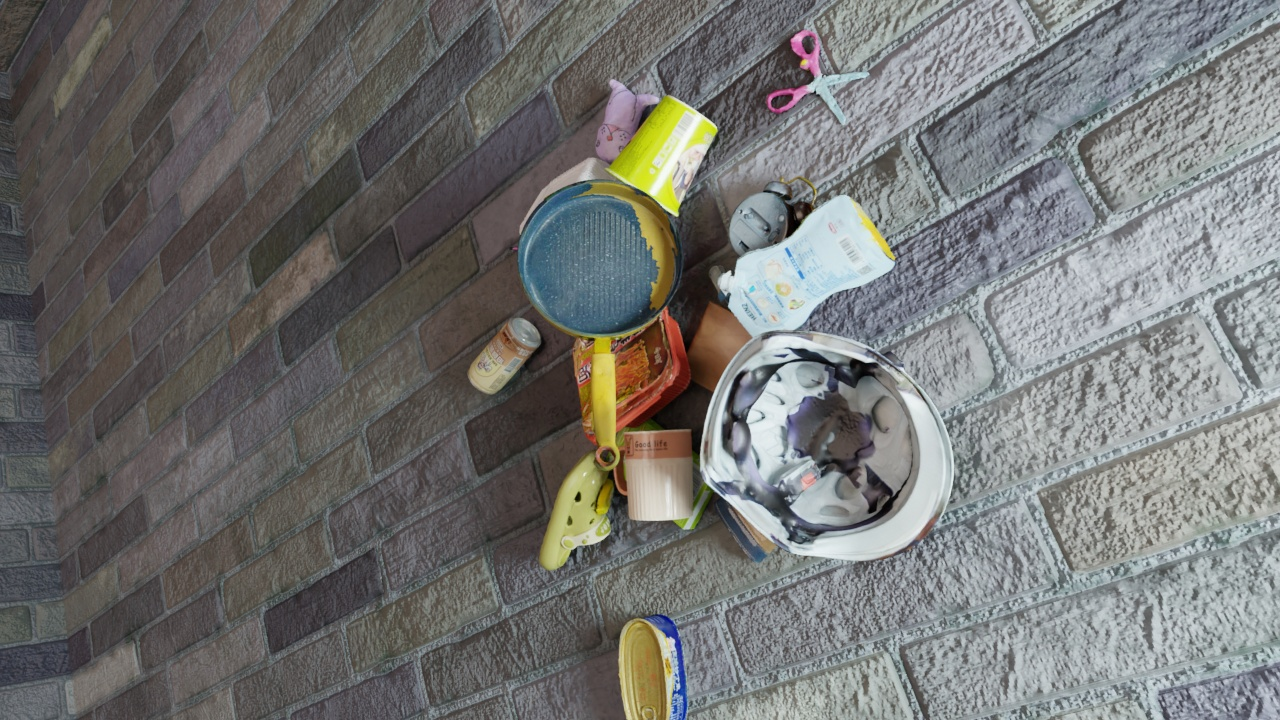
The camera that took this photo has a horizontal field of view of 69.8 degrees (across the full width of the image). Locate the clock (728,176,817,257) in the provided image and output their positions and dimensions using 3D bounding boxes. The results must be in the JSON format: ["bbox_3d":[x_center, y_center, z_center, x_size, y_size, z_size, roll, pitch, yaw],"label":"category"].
[{"bbox_3d":[0.159,-0.163,1.082,0.122,0.055,0.082,-53,57,21],"label":"clock"}]

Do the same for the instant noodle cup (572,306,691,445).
[{"bbox_3d":[-0.007,0.007,1.164,0.165,0.079,0.188,-39,42,29],"label":"instant noodle cup"}]

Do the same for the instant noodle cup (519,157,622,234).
[{"bbox_3d":[-0.095,-0.202,1.221,0.138,0.060,0.173,-24,28,32],"label":"instant noodle cup"}]

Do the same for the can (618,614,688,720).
[{"bbox_3d":[0.017,0.396,1.151,0.075,0.049,0.148,-13,78,37],"label":"can"}]

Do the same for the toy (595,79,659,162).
[{"bbox_3d":[-0.025,-0.321,1.253,0.084,0.038,0.108,27,102,28],"label":"toy"}]

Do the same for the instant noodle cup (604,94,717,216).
[{"bbox_3d":[0.034,-0.265,1.166,0.112,0.111,0.123,39,101,34],"label":"instant noodle cup"}]

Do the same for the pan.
[{"bbox_3d":[-0.045,-0.046,1.070,0.197,0.078,0.357,-2,77,-2],"label":"pan"}]

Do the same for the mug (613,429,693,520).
[{"bbox_3d":[0.012,0.138,1.123,0.115,0.081,0.106,-6,84,43],"label":"mug"}]

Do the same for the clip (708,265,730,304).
[{"bbox_3d":[0.103,-0.096,1.146,0.027,0.045,0.058,-46,54,27],"label":"clip"}]

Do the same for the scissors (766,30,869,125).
[{"bbox_3d":[0.203,-0.326,1.088,0.131,0.017,0.133,-36,69,28],"label":"scissors"}]

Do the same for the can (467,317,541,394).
[{"bbox_3d":[-0.201,-0.007,1.353,0.116,0.058,0.058,-46,61,27],"label":"can"}]

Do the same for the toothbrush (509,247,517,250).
[{"bbox_3d":[-0.125,-0.157,1.335,0.189,0.014,0.018,7,100,39],"label":"toothbrush"}]

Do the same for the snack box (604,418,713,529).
[{"bbox_3d":[0.027,0.138,1.180,0.156,0.026,0.086,35,108,35],"label":"snack box"}]

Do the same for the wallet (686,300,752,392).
[{"bbox_3d":[0.109,-0.006,1.132,0.115,0.020,0.101,32,106,33],"label":"wallet"}]

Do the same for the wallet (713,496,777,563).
[{"bbox_3d":[0.149,0.169,1.077,0.115,0.033,0.090,-48,62,24],"label":"wallet"}]

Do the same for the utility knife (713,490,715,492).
[{"bbox_3d":[0.134,0.081,1.102,0.031,0.020,0.188,33,99,32],"label":"utility knife"}]

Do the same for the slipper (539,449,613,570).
[{"bbox_3d":[-0.075,0.208,1.227,0.081,0.091,0.191,24,115,5],"label":"slipper"}]

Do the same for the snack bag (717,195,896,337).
[{"bbox_3d":[0.182,-0.098,1.040,0.191,0.110,0.038,-32,24,29],"label":"snack bag"}]

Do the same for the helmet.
[{"bbox_3d":[0.203,0.085,0.968,0.259,0.145,0.229,23,102,21],"label":"helmet"}]
